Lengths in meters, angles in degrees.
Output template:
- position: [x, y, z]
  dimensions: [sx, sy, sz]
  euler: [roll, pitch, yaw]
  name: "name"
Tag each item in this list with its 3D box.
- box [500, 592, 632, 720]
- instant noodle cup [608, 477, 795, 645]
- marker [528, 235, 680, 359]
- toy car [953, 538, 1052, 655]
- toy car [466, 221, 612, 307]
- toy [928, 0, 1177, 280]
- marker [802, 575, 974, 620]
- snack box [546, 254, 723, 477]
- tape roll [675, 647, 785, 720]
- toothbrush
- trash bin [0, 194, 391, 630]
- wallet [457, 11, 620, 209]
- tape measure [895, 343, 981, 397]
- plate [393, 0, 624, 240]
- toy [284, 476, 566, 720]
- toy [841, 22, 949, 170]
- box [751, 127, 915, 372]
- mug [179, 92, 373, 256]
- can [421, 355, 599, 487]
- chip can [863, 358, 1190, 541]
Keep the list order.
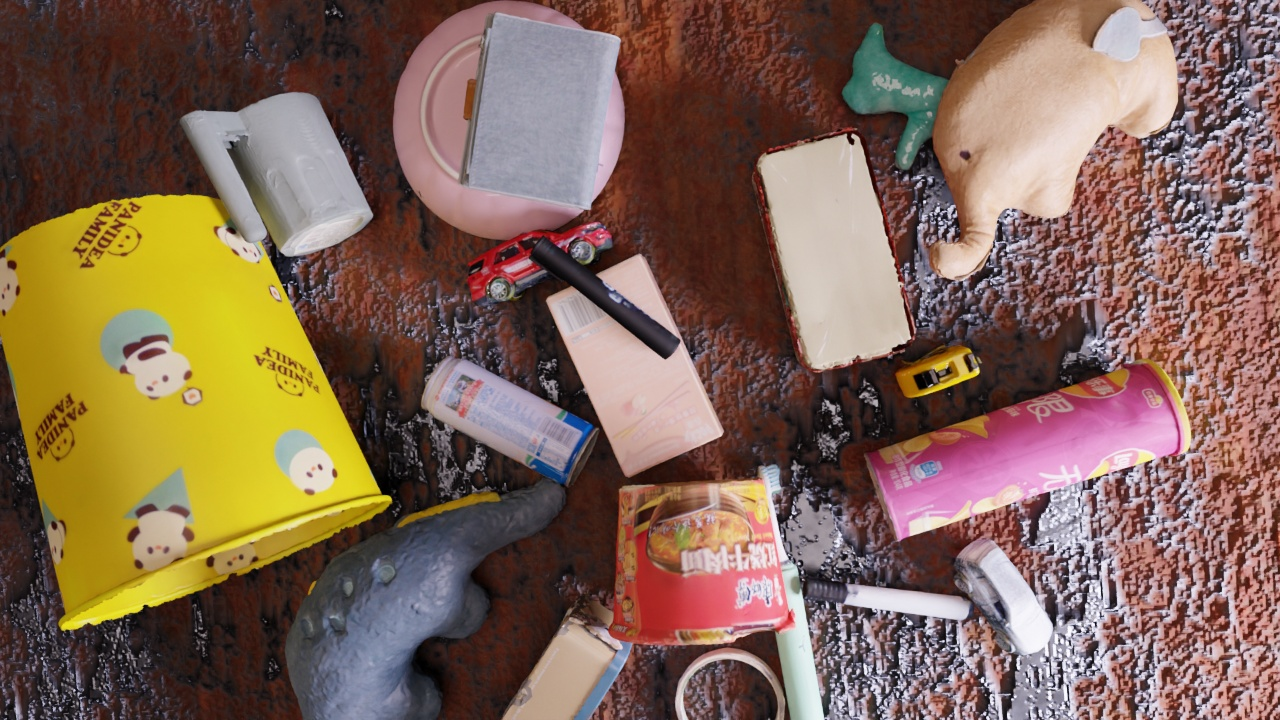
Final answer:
- position: [-0.074, 0.275, 0.713]
  dimensions: [0.059, 0.089, 0.184]
  euler: [30, 98, 5]
  name: "box"
- position: [0.040, 0.144, 0.677]
  dimensions: [0.138, 0.138, 0.108]
  euler: [-5, 82, 8]
  name: "instant noodle cup"
- position: [-0.027, -0.046, 0.689]
  dimensions: [0.132, 0.020, 0.022]
  euler: [37, 119, -8]
  name: "marker"
- position: [0.273, 0.176, 0.684]
  dimensions: [0.042, 0.034, 0.090]
  euler: [-32, 88, -21]
  name: "toy car"
- position: [-0.080, -0.080, 0.720]
  dimensions: [0.120, 0.053, 0.045]
  euler: [-22, 93, 6]
  name: "toy car"
- position: [0.272, -0.164, 0.656]
  dimensions: [0.226, 0.082, 0.143]
  euler: [-44, 97, 8]
  name: "toy"
- position: [0.189, 0.181, 0.703]
  dimensions: [0.131, 0.022, 0.018]
  euler: [7, 119, -1]
  name: "marker"
- position: [-0.004, 0.004, 0.726]
  dimensions: [0.084, 0.026, 0.157]
  euler: [-24, 89, 7]
  name: "snack box"
- position: [0.071, 0.273, 0.730]
  dimensions: [0.086, 0.014, 0.086]
  euler: [0, 92, 7]
  name: "tape roll"
- position: [0.115, 0.192, 0.716]
  dimensions: [0.027, 0.026, 0.224]
  euler: [-10, 90, -20]
  name: "toothbrush"
- position: [-0.341, 0.033, 0.683]
  dimensions: [0.230, 0.229, 0.255]
  euler: [-24, 82, 7]
  name: "trash bin"
- position: [-0.078, -0.185, 0.686]
  dimensions: [0.106, 0.037, 0.130]
  euler: [10, 94, -4]
  name: "wallet"
- position: [0.218, 0.005, 0.680]
  dimensions: [0.057, 0.060, 0.029]
  euler: [-24, 88, 13]
  name: "tape measure"
- position: [-0.110, -0.193, 0.728]
  dimensions: [0.192, 0.039, 0.192]
  euler: [0, 92, 7]
  name: "plate"
- position: [-0.204, 0.218, 0.735]
  dimensions: [0.138, 0.091, 0.356]
  euler: [31, 97, -22]
  name: "toy"
- position: [0.197, -0.196, 0.692]
  dimensions: [0.092, 0.030, 0.096]
  euler: [22, 97, 9]
  name: "toy"
- position: [0.139, -0.079, 0.679]
  dimensions: [0.091, 0.077, 0.168]
  euler: [-14, 89, 7]
  name: "box"
- position: [-0.281, -0.142, 0.713]
  dimensions: [0.084, 0.123, 0.103]
  euler: [-27, 90, 28]
  name: "mug"
- position: [-0.103, 0.047, 0.727]
  dimensions: [0.134, 0.053, 0.053]
  euler: [27, 95, 6]
  name: "can"
- position: [0.275, 0.067, 0.667]
  dimensions: [0.211, 0.071, 0.071]
  euler: [-20, 89, 8]
  name: "chip can"
